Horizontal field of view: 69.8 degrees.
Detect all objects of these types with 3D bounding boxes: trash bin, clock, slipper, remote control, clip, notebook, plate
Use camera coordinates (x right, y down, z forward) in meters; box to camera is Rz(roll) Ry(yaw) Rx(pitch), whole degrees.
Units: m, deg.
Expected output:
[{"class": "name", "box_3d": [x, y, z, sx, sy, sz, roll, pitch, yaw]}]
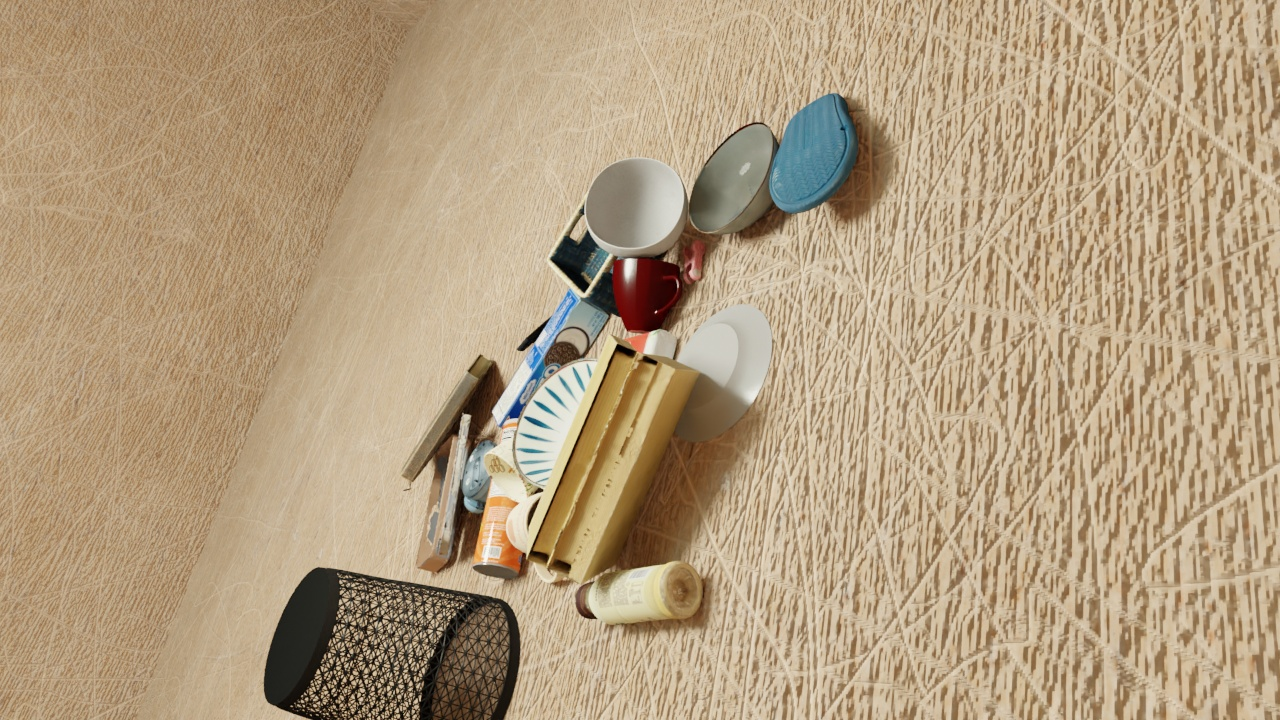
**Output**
[{"class": "trash bin", "box_3d": [-0.313, 0.370, 1.141, 0.218, 0.243, 0.216, -36, 39, 37]}, {"class": "clock", "box_3d": [-0.229, 0.174, 1.358, 0.125, 0.051, 0.088, -39, 39, 35]}, {"class": "slipper", "box_3d": [0.203, -0.232, 1.027, 0.104, 0.059, 0.213, -26, 32, 32]}, {"class": "remote control", "box_3d": [-0.156, -0.042, 1.400, 0.039, 0.010, 0.124, -47, 2, 24]}, {"class": "clip", "box_3d": [0.072, -0.128, 1.177, 0.038, 0.022, 0.058, -20, 56, 45]}, {"class": "notebook", "box_3d": [-0.321, 0.099, 1.504, 0.216, 0.034, 0.190, -55, 8, 11]}, {"class": "plate", "box_3d": [0.081, 0.009, 1.055, 0.173, 0.019, 0.172, -36, 40, 37]}]

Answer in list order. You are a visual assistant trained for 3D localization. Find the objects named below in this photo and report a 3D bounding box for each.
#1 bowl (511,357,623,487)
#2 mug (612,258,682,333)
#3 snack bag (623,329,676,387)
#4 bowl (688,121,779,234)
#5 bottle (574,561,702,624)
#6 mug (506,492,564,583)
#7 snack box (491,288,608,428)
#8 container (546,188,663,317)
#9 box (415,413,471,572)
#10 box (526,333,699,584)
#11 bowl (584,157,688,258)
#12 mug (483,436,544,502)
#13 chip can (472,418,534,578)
[{"class": "bowl", "box_3d": [-0.073, 0.090, 1.156, 0.178, 0.071, 0.177, -23, 49, 28]}, {"class": "mug", "box_3d": [0.013, -0.080, 1.175, 0.114, 0.087, 0.088, 0, 84, 50]}, {"class": "snack bag", "box_3d": [-0.007, 0.007, 1.172, 0.116, 0.036, 0.077, -13, 57, 52]}, {"class": "bowl", "box_3d": [0.128, -0.212, 1.120, 0.151, 0.056, 0.150, -37, 39, 38]}, {"class": "bottle", "box_3d": [-0.007, 0.247, 0.965, 0.162, 0.056, 0.056, -23, 48, 47]}, {"class": "mug", "box_3d": [-0.119, 0.220, 1.142, 0.105, 0.085, 0.111, -22, 77, 60]}, {"class": "snack box", "box_3d": [-0.133, 0.006, 1.340, 0.226, 0.059, 0.059, -56, 28, 9]}, {"class": "container", "box_3d": [-0.047, -0.162, 1.329, 0.145, 0.071, 0.187, -57, 31, 8]}, {"class": "box", "box_3d": [-0.298, 0.203, 1.417, 0.154, 0.058, 0.216, -48, 31, 48]}, {"class": "box", "box_3d": [-0.048, 0.101, 1.002, 0.123, 0.140, 0.249, 24, 95, 18]}, {"class": "bowl", "box_3d": [-0.002, -0.190, 1.187, 0.132, 0.064, 0.131, -4, 72, 11]}, {"class": "mug", "box_3d": [-0.130, 0.133, 1.207, 0.122, 0.081, 0.097, 22, 47, 36]}, {"class": "chip can", "box_3d": [-0.178, 0.187, 1.259, 0.062, 0.062, 0.209, -25, 47, 45]}]
